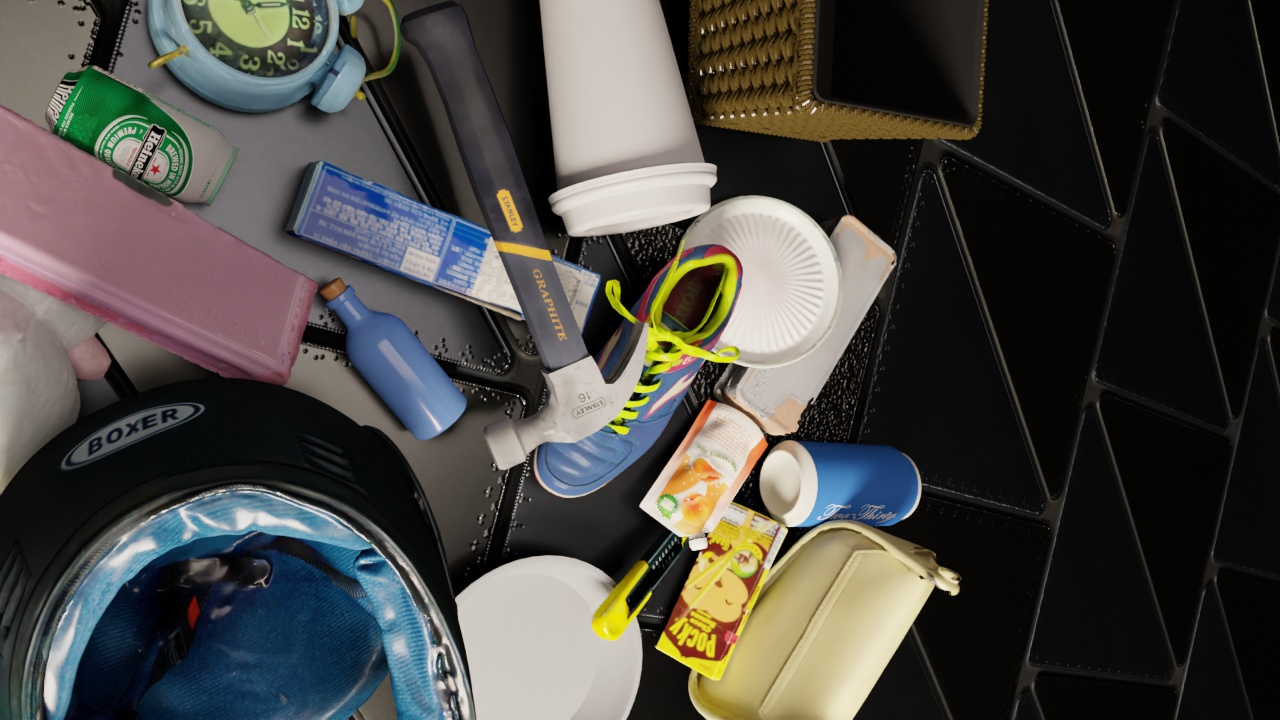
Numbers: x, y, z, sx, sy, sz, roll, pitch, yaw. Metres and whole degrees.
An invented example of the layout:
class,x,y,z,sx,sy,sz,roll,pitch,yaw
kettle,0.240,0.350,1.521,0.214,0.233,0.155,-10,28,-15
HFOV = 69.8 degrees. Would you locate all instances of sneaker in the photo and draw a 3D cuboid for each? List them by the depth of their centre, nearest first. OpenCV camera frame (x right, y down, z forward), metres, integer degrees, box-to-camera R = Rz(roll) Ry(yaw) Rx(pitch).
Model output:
class,x,y,z,sx,sy,sz,roll,pitch,yaw
sneaker,-0.004,0.005,0.734,0.116,0.091,0.241,36,82,-10

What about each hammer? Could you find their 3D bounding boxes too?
class,x,y,z,sx,sy,sz,roll,pitch,yaw
hammer,-0.094,-0.090,0.643,0.139,0.035,0.312,-23,102,-13

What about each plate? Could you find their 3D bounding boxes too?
class,x,y,z,sx,sy,sz,roll,pitch,yaw
plate,0.105,-0.070,0.818,0.157,0.014,0.157,1,82,-10

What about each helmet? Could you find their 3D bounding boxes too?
class,x,y,z,sx,sy,sz,roll,pitch,yaw
helmet,-0.233,0.163,0.546,0.248,0.236,0.316,-28,109,-25

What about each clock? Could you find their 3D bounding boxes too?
class,x,y,z,sx,sy,sz,roll,pitch,yaw
clock,-0.240,-0.226,0.608,0.161,0.060,0.118,-5,96,-33

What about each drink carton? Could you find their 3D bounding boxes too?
class,x,y,z,sx,sy,sz,roll,pitch,yaw
drink carton,0.057,0.101,0.808,0.069,0.039,0.122,37,66,-2

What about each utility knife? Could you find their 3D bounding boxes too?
class,x,y,z,sx,sy,sz,roll,pitch,yaw
utility knife,0.028,0.158,0.798,0.212,0.020,0.029,-47,117,-36

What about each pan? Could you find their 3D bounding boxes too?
class,x,y,z,sx,sy,sz,roll,pitch,yaw
pan,-0.082,0.331,0.755,0.200,0.051,0.357,-11,100,-29

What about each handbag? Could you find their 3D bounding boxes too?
class,x,y,z,sx,sy,sz,roll,pitch,yaw
handbag,0.161,0.248,0.805,0.088,0.191,0.232,38,84,-25

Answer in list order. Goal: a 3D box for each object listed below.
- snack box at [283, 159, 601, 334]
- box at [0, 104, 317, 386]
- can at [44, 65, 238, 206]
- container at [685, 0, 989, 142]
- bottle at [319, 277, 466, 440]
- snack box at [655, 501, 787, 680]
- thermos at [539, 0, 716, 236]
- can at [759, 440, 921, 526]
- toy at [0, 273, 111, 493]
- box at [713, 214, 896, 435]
class,x,y,z,sx,sy,sz,roll,pitch,yaw
snack box,-0.141,-0.078,0.679,0.226,0.059,0.059,20,87,-29
box,-0.314,-0.065,0.558,0.232,0.037,0.098,32,45,-37
can,-0.312,-0.140,0.577,0.101,0.053,0.053,27,81,-29
container,0.139,-0.335,0.729,0.176,0.205,0.321,-1,95,-30
bottle,-0.184,-0.004,0.667,0.048,0.048,0.131,-43,114,-20
snack box,0.074,0.205,0.826,0.148,0.061,0.025,-64,152,-10
thermos,-0.021,-0.215,0.705,0.131,0.132,0.222,-12,93,-29
can,0.190,0.118,0.875,0.146,0.079,0.079,5,92,-30
toy,-0.378,-0.008,0.534,0.139,0.102,0.179,54,47,-36
box,0.157,-0.033,0.858,0.081,0.063,0.216,38,76,-16
